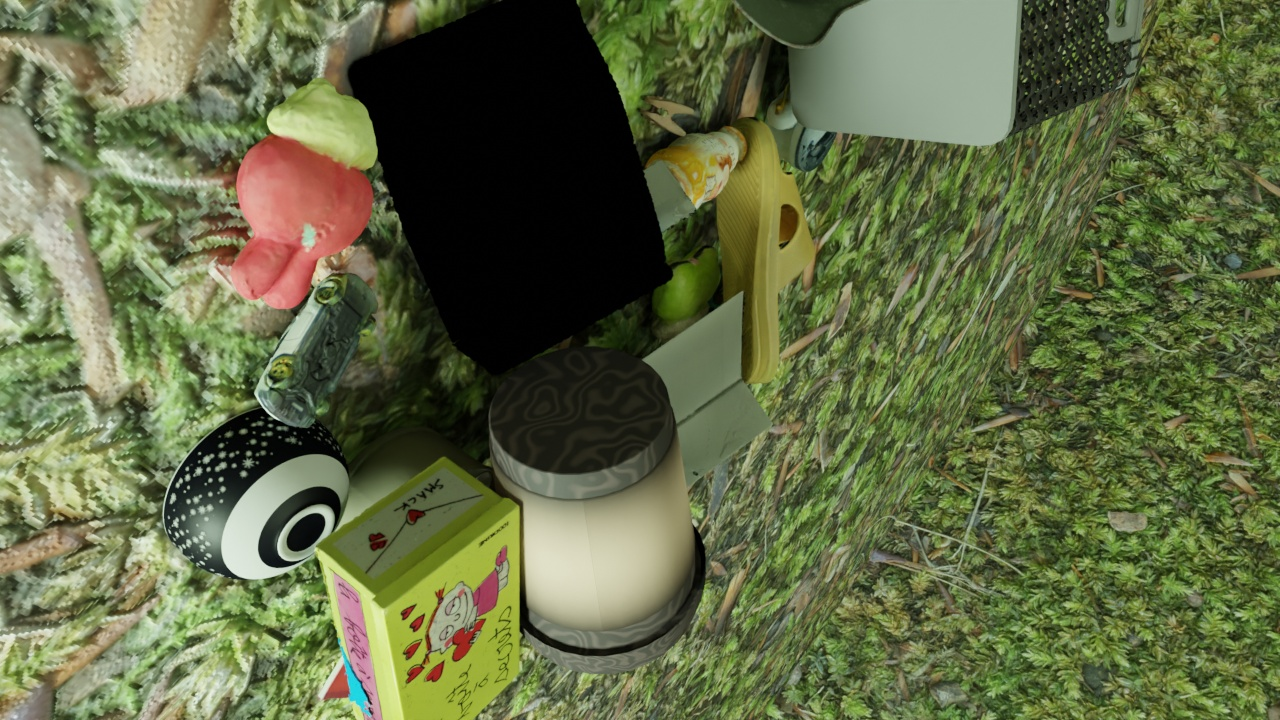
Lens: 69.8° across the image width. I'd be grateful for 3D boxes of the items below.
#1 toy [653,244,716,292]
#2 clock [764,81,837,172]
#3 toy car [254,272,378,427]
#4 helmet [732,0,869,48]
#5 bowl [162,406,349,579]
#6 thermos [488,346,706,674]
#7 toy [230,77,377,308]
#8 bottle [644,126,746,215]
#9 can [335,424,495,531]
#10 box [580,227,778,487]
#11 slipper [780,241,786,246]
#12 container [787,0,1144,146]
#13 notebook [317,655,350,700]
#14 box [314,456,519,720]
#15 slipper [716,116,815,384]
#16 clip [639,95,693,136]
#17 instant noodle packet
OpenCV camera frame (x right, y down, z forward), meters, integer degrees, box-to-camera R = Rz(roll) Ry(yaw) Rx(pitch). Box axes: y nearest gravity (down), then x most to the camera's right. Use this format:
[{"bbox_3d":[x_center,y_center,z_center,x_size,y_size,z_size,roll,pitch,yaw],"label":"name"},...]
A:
[{"bbox_3d":[0.045,-0.061,0.962,0.092,0.043,0.118,-33,144,-36],"label":"toy"},{"bbox_3d":[0.169,-0.255,0.966,0.083,0.057,0.118,-49,151,-19],"label":"clock"},{"bbox_3d":[-0.211,-0.008,0.596,0.105,0.033,0.048,-65,151,-20],"label":"toy car"},{"bbox_3d":[0.108,-0.358,0.647,0.267,0.154,0.227,-4,127,-39],"label":"helmet"},{"bbox_3d":[-0.241,0.097,0.610,0.119,0.066,0.120,-40,146,-34],"label":"bowl"},{"bbox_3d":[-0.036,0.115,0.718,0.172,0.173,0.227,-41,143,-33],"label":"thermos"},{"bbox_3d":[-0.193,-0.093,0.528,0.091,0.045,0.135,8,105,-64],"label":"toy"},{"bbox_3d":[0.053,-0.178,0.840,0.108,0.063,0.063,-41,147,-35],"label":"bottle"},{"bbox_3d":[-0.178,0.123,0.732,0.127,0.073,0.128,-40,146,-34],"label":"can"},{"bbox_3d":[0.040,0.052,0.857,0.166,0.108,0.419,-35,166,-14],"label":"box"},{"bbox_3d":[0.124,-0.082,1.080,0.267,0.055,0.098,-44,153,-50],"label":"slipper"},{"bbox_3d":[0.296,-0.347,0.847,0.242,0.246,0.248,-32,126,-36],"label":"container"},{"bbox_3d":[-0.202,0.260,0.893,0.153,0.012,0.208,-58,152,-3],"label":"notebook"},{"bbox_3d":[-0.154,0.192,0.675,0.124,0.079,0.221,-35,142,-40],"label":"box"},{"bbox_3d":[0.128,-0.106,0.911,0.078,0.099,0.263,-5,104,-17],"label":"slipper"},{"bbox_3d":[0.019,-0.208,0.800,0.060,0.025,0.045,-7,121,-48],"label":"clip"},{"bbox_3d":[-0.083,-0.123,0.625,0.162,0.084,0.222,-30,127,-19],"label":"instant noodle packet"}]
